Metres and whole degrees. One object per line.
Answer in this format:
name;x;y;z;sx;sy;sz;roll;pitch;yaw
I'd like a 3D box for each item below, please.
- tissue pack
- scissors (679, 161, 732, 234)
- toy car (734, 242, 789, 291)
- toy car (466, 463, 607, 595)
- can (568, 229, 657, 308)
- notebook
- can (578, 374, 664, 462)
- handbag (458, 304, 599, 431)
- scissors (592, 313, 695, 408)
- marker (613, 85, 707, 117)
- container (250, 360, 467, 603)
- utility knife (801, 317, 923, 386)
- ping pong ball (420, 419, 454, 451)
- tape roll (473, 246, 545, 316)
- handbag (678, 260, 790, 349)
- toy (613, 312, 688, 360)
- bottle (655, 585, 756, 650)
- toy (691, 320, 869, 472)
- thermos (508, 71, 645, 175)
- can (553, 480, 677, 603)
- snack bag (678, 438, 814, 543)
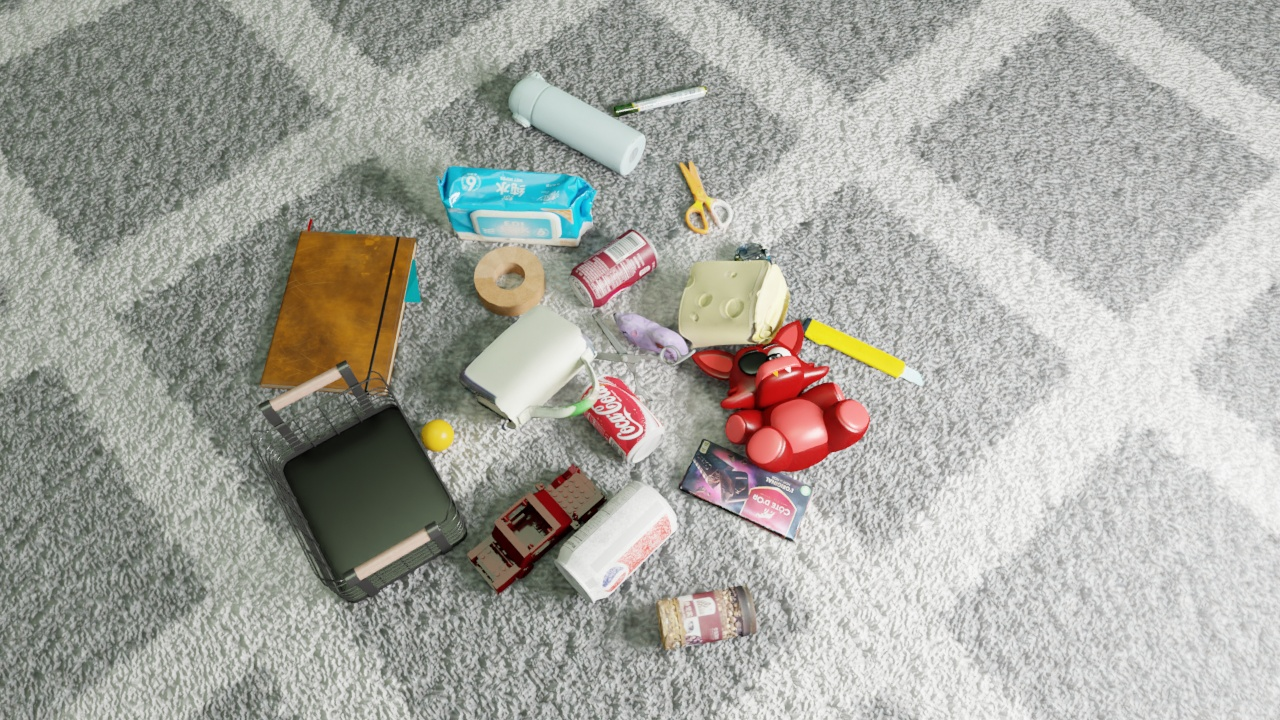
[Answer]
tissue pack;-0.162;-0.206;1.235;0.209;0.117;0.066;3;70;0
scissors;0.091;-0.239;1.314;0.073;0.013;0.131;-9;66;-7
toy car;0.164;-0.111;1.243;0.048;0.032;0.105;-23;69;-11
toy car;-0.121;0.192;1.076;0.169;0.062;0.070;-39;72;-18
can;-0.036;-0.122;1.227;0.114;0.063;0.063;-37;71;-17
notebook;-0.388;-0.074;1.222;0.178;0.014;0.248;4;64;1
can;-0.024;0.071;1.135;0.064;0.064;0.105;-38;71;-17
handbag;-0.115;0.026;1.131;0.176;0.074;0.151;28;65;39
scissors;-0.005;-0.004;1.155;0.172;0.014;0.141;-18;91;34
marker;0.030;-0.390;1.382;0.146;0.017;0.017;-16;66;-9
container;-0.322;0.142;1.057;0.162;0.130;0.241;-29;69;-14
utility knife;0.291;-0.010;1.207;0.175;0.017;0.030;25;71;11
ping pong ball;-0.250;0.093;1.132;0.040;0.040;0.040;1;64;-1
tape roll;-0.176;-0.107;1.236;0.094;0.027;0.093;0;64;-1
handbag;0.119;-0.069;1.169;0.119;0.081;0.111;1;53;31
toy;0.015;-0.028;1.182;0.100;0.080;0.036;25;80;29
bottle;0.073;0.290;1.036;0.105;0.056;0.056;-8;65;-5
toy;0.170;0.043;1.130;0.158;0.121;0.197;-19;58;-7
thermos;-0.095;-0.343;1.330;0.207;0.065;0.078;31;94;13
can;-0.028;0.209;1.061;0.136;0.078;0.078;-41;72;-18
snack bag;0.130;0.158;1.124;0.155;0.018;0.074;24;65;8
